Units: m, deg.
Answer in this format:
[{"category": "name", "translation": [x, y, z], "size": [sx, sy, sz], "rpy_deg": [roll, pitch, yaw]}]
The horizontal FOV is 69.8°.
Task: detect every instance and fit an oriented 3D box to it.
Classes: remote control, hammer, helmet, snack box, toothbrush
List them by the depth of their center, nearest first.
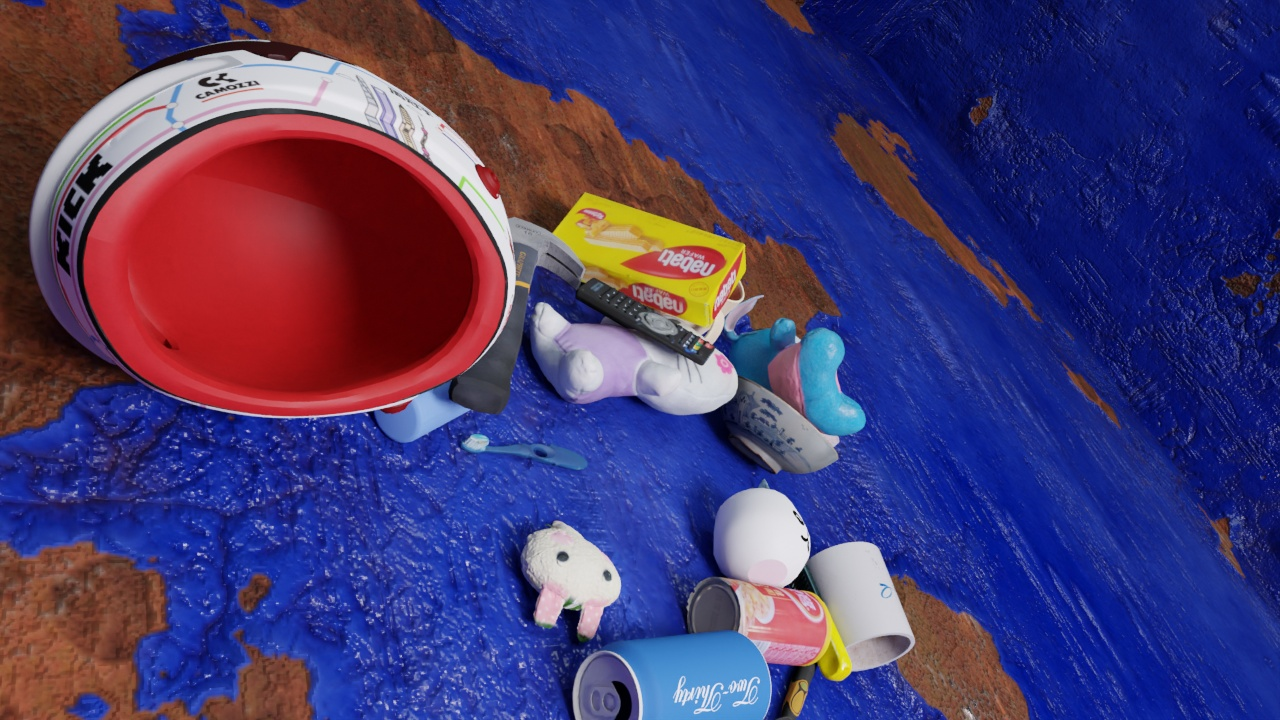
[{"category": "helmet", "translation": [-0.235, -0.088, 0.607], "size": [0.314, 0.231, 0.236], "rpy_deg": [12, 17, -49]}, {"category": "toothbrush", "translation": [-0.095, 0.079, 0.789], "size": [0.132, 0.016, 0.021], "rpy_deg": [15, 45, -40]}, {"category": "hammer", "translation": [-0.125, -0.052, 0.813], "size": [0.139, 0.035, 0.311], "rpy_deg": [18, 29, -9]}, {"category": "remote control", "translation": [0.004, -0.036, 0.882], "size": [0.140, 0.021, 0.045], "rpy_deg": [29, 27, 8]}, {"category": "snack box", "translation": [0.004, -0.109, 0.977], "size": [0.201, 0.042, 0.092], "rpy_deg": [22, 58, 21]}]

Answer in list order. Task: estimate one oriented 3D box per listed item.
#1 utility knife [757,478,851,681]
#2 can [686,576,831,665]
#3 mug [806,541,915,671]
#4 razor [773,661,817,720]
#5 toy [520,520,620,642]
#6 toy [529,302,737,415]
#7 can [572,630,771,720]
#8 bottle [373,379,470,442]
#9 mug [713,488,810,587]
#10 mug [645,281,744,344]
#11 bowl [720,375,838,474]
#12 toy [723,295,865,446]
[{"category": "utility knife", "translation": [0.155, 0.209, 0.912], "size": [0.020, 0.029, 0.233], "rpy_deg": [29, 29, -37]}, {"category": "can", "translation": [0.105, 0.230, 0.806], "size": [0.124, 0.067, 0.066], "rpy_deg": [19, 41, -37]}, {"category": "mug", "translation": [0.220, 0.253, 0.919], "size": [0.119, 0.083, 0.096], "rpy_deg": [54, 17, -48]}, {"category": "razor", "translation": [0.133, 0.300, 0.808], "size": [0.044, 0.021, 0.143], "rpy_deg": [47, 29, 2]}, {"category": "toy", "translation": [-0.054, 0.163, 0.717], "size": [0.087, 0.050, 0.112], "rpy_deg": [32, 40, -23]}, {"category": "toy", "translation": [-0.005, 0.005, 0.910], "size": [0.209, 0.086, 0.137], "rpy_deg": [5, 28, -39]}, {"category": "can", "translation": [0.027, 0.246, 0.683], "size": [0.146, 0.079, 0.079], "rpy_deg": [11, 46, -44]}, {"category": "bottle", "translation": [-0.157, 0.023, 0.749], "size": [0.048, 0.048, 0.130], "rpy_deg": [49, 31, 5]}, {"category": "mug", "translation": [0.119, 0.185, 0.870], "size": [0.076, 0.090, 0.124], "rpy_deg": [-95, 165, -56]}, {"category": "mug", "translation": [0.057, -0.055, 1.041], "size": [0.085, 0.105, 0.111], "rpy_deg": [20, 41, -36]}, {"category": "bowl", "translation": [0.137, 0.082, 0.999], "size": [0.151, 0.056, 0.151], "rpy_deg": [38, -8, 6]}, {"category": "toy", "translation": [0.181, 0.029, 1.055], "size": [0.224, 0.098, 0.191], "rpy_deg": [59, -16, -19]}]
